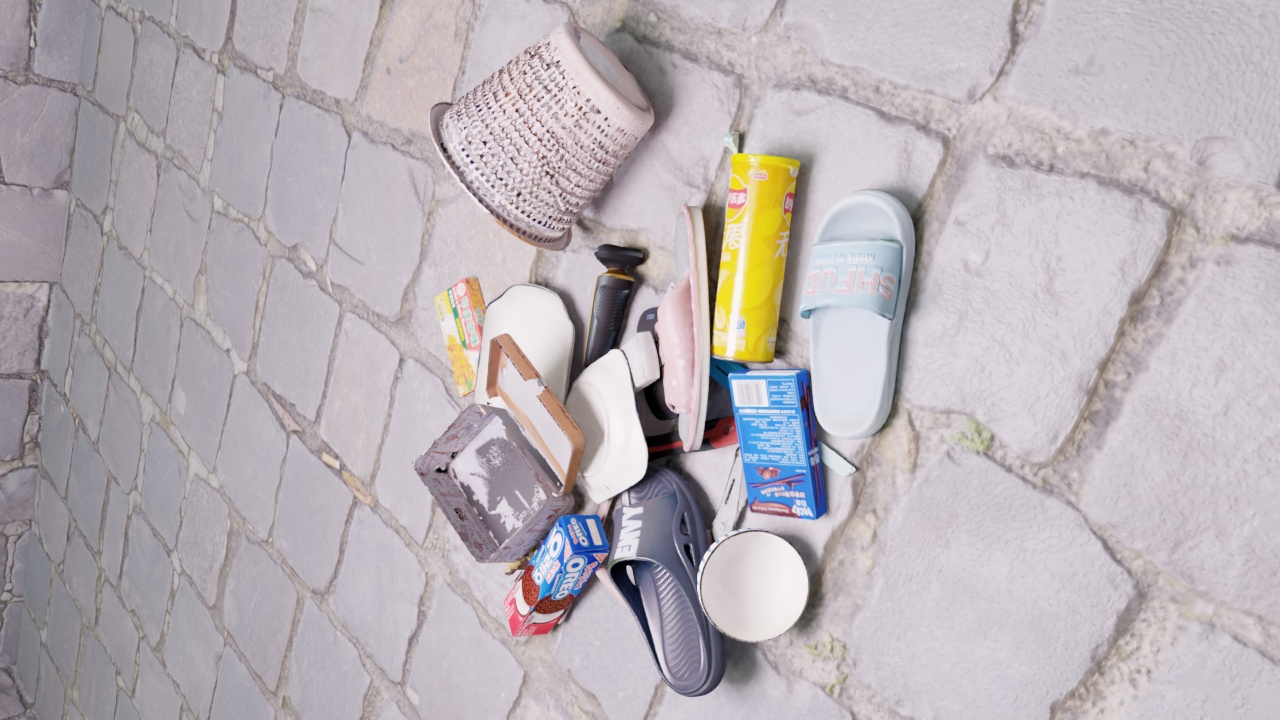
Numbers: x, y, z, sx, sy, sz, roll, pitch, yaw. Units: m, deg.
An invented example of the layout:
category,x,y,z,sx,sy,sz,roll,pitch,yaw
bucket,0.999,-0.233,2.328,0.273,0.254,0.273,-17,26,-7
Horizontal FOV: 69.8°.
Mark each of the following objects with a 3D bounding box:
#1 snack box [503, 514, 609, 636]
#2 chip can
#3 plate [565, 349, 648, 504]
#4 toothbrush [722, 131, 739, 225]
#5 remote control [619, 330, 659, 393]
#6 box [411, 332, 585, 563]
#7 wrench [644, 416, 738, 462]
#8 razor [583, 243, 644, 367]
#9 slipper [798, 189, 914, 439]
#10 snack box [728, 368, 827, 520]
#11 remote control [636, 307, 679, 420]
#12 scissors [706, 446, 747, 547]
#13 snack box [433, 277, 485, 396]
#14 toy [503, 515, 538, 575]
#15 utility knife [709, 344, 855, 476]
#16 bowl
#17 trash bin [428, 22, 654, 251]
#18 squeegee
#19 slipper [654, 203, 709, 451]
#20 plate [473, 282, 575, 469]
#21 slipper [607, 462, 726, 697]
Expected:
category,x,y,z,sx,sy,sz,roll,pitch,yaw
snack box,-0.111,0.276,1.173,0.208,0.057,0.058,-57,41,36
chip can,0.118,-0.106,0.964,0.072,0.072,0.213,14,102,40
plate,-0.053,0.082,1.095,0.165,0.034,0.163,-40,58,52
toothbrush,0.097,-0.155,1.015,0.020,0.029,0.189,2,97,0
remote control,-0.006,0.006,1.069,0.135,0.019,0.056,141,119,-71
box,-0.158,0.114,1.133,0.179,0.124,0.275,50,126,24
wrench,0.011,0.101,1.102,0.274,0.016,0.056,-12,72,41
razor,-0.041,-0.064,1.125,0.067,0.062,0.168,-122,42,-61
slipper,0.201,-0.043,0.893,0.104,0.074,0.245,8,99,42
snack box,0.144,0.087,0.964,0.085,0.026,0.157,-1,102,43
remote control,0.019,0.004,1.088,0.053,0.024,0.136,-12,85,40
scissors,0.079,0.199,1.041,0.197,0.015,0.205,-25,68,37
snack box,-0.247,-0.033,1.317,0.077,0.027,0.155,-26,76,38
toy,-0.173,0.209,1.242,0.105,0.066,0.157,-37,53,30
utility knife,0.146,0.054,0.985,0.216,0.018,0.034,41,117,30
bowl,0.115,0.233,0.976,0.066,0.116,0.116,161,104,-85
trash bin,-0.100,-0.273,1.070,0.192,0.227,0.227,-39,67,22
squeegee,0.000,0.293,1.113,0.250,0.040,0.248,34,113,34
slipper,0.044,-0.036,1.012,0.054,0.114,0.274,0,89,-3
plate,-0.151,0.030,1.225,0.162,0.034,0.266,14,100,35
slipper,0.021,0.237,1.020,0.111,0.083,0.267,-32,61,35
